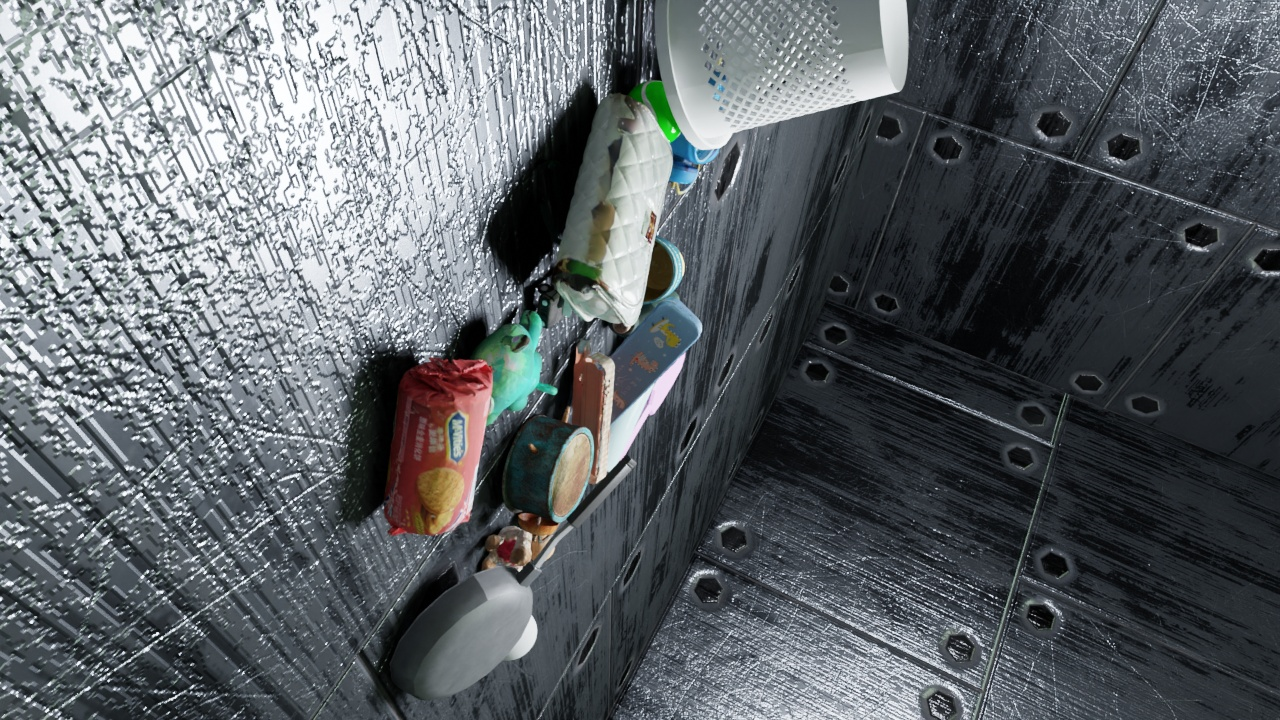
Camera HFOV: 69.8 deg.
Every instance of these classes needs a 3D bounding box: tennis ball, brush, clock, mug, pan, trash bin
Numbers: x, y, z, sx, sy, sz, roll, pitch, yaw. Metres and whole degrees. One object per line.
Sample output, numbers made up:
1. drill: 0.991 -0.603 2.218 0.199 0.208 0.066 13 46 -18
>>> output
1. tennis ball: 0.014 -0.250 0.929 0.065 0.065 0.065 -58 164 -28
2. brush: 0.003 0.057 1.426 0.228 0.043 0.089 -57 163 -31
3. clock: -0.112 0.140 1.077 0.121 0.073 0.158 -46 144 -55
4. clock: 0.057 -0.270 1.061 0.116 0.060 0.162 -54 159 -41
5. mug: 0.010 -0.127 1.109 0.104 0.084 0.112 -27 110 -74
6. pan: -0.128 0.243 1.021 0.357 0.041 0.178 -47 151 -4
7. mug: -0.190 0.340 1.160 0.107 0.071 0.089 -32 145 -15
8. trash bin: 0.146 -0.316 0.893 0.195 0.200 0.195 2 87 -63

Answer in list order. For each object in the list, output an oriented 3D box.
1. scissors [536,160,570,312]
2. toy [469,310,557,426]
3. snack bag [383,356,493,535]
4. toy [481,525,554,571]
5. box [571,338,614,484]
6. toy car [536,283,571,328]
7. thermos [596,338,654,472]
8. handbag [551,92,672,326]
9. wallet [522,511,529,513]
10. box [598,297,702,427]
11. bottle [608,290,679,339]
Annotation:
1. scissors: -0.057 -0.149 0.904 0.202 0.015 0.201 74 29 -55
2. toy: -0.120 0.015 0.875 0.193 0.072 0.130 65 50 -83
3. snack bag: -0.169 0.070 0.766 0.082 0.082 0.177 -43 153 -57
4. toy: -0.143 0.238 1.117 0.105 0.074 0.085 -25 132 -55
5. box: -0.065 0.065 1.130 0.048 0.085 0.187 -20 131 -36
6. toy car: -0.077 -0.068 0.947 0.092 0.037 0.040 -50 159 -48
7. thermos: -0.024 0.049 1.271 0.206 0.065 0.078 -65 -175 -4
8. handbag: -0.021 -0.137 0.876 0.139 0.072 0.194 52 48 -65
9. wallet: -0.120 0.181 1.213 0.114 0.026 0.089 -59 163 -30
10. box: -0.007 0.008 1.127 0.210 0.066 0.037 -46 -177 34
11. bottle: -0.002 -0.059 1.185 0.131 0.061 0.061 -35 148 -64
